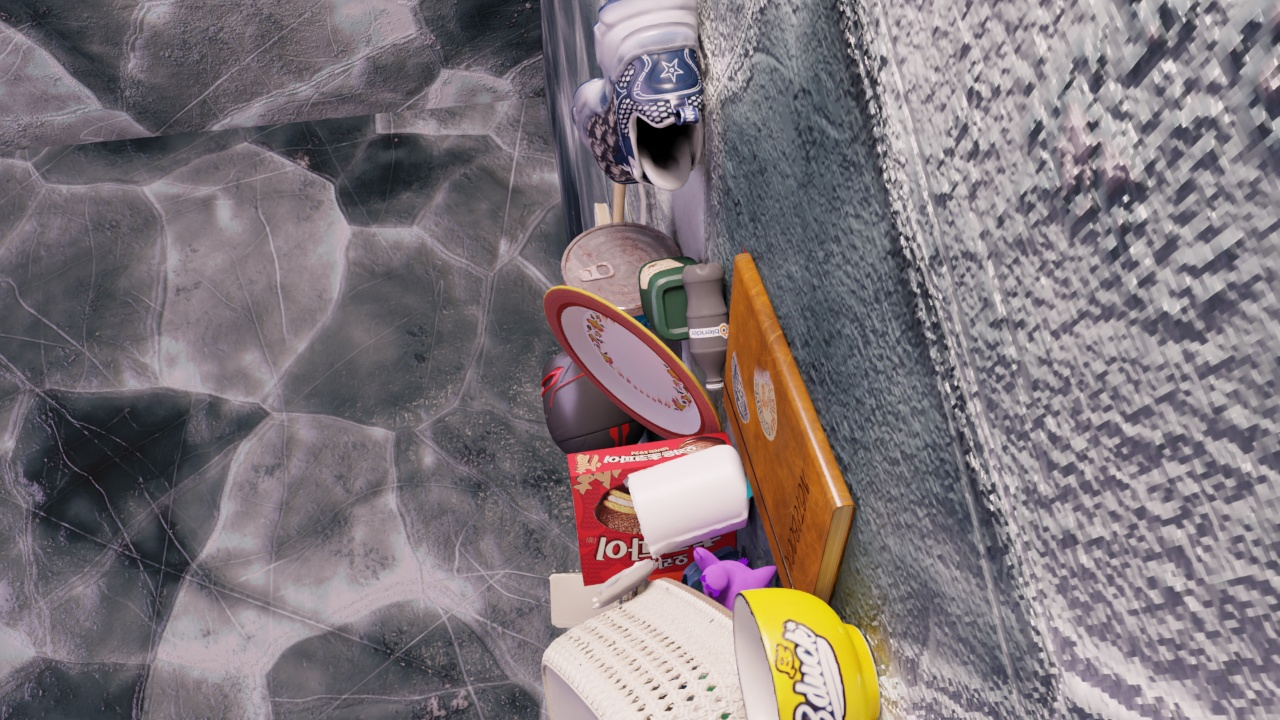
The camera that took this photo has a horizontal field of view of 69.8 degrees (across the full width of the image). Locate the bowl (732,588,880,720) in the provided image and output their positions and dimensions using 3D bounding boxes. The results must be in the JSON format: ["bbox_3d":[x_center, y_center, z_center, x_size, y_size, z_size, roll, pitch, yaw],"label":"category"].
[{"bbox_3d":[0.101,0.193,0.548,0.117,0.067,0.117,171,91,-84],"label":"bowl"}]

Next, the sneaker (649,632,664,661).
[{"bbox_3d":[0.055,0.304,1.134,0.079,0.087,0.235,-5,97,50],"label":"sneaker"}]

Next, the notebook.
[{"bbox_3d":[0.096,0.058,0.671,0.179,0.014,0.248,89,171,-45],"label":"notebook"}]

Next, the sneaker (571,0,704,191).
[{"bbox_3d":[0.007,-0.203,0.826,0.270,0.103,0.132,120,136,-74],"label":"sneaker"}]

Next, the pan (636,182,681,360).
[{"bbox_3d":[0.003,-0.140,1.131,0.178,0.041,0.357,-132,35,-79],"label":"pan"}]

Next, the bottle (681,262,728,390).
[{"bbox_3d":[0.059,-0.029,0.793,0.036,0.036,0.110,-138,41,-80],"label":"bottle"}]

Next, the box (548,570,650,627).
[{"bbox_3d":[-0.010,0.230,1.067,0.095,0.185,0.145,-89,-2,-86],"label":"box"}]

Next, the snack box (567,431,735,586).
[{"bbox_3d":[0.013,0.144,0.883,0.035,0.152,0.133,-108,12,-60],"label":"snack box"}]

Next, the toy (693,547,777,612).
[{"bbox_3d":[0.082,0.192,0.766,0.106,0.055,0.088,48,165,2],"label":"toy"}]

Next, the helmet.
[{"bbox_3d":[-0.069,0.078,1.472,0.265,0.164,0.170,129,122,-67],"label":"helmet"}]

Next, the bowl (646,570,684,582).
[{"bbox_3d":[0.040,0.183,0.988,0.035,0.122,0.122,5,-107,-55],"label":"bowl"}]

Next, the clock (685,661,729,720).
[{"bbox_3d":[0.084,0.357,0.851,0.122,0.075,0.161,97,164,-64],"label":"clock"}]

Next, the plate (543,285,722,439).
[{"bbox_3d":[-0.005,0.005,0.926,0.230,0.021,0.230,36,159,16],"label":"plate"}]

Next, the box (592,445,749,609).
[{"bbox_3d":[0.021,0.144,0.799,0.084,0.162,0.112,79,176,-72],"label":"box"}]

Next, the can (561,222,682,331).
[{"bbox_3d":[-0.019,-0.089,0.989,0.044,0.130,0.129,90,170,-51],"label":"can"}]

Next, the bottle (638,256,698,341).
[{"bbox_3d":[0.032,-0.065,0.876,0.131,0.061,0.061,-118,19,-72],"label":"bottle"}]

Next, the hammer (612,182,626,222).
[{"bbox_3d":[-0.030,-0.206,1.166,0.119,0.031,0.331,-29,-59,-75],"label":"hammer"}]

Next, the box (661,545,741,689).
[{"bbox_3d":[0.057,0.261,0.913,0.049,0.066,0.210,-112,23,-49],"label":"box"}]

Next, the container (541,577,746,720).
[{"bbox_3d":[0.024,0.285,0.708,0.246,0.142,0.184,4,106,65],"label":"container"}]

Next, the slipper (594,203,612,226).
[{"bbox_3d":[-0.038,-0.137,1.451,0.263,0.052,0.114,84,177,-48],"label":"slipper"}]
